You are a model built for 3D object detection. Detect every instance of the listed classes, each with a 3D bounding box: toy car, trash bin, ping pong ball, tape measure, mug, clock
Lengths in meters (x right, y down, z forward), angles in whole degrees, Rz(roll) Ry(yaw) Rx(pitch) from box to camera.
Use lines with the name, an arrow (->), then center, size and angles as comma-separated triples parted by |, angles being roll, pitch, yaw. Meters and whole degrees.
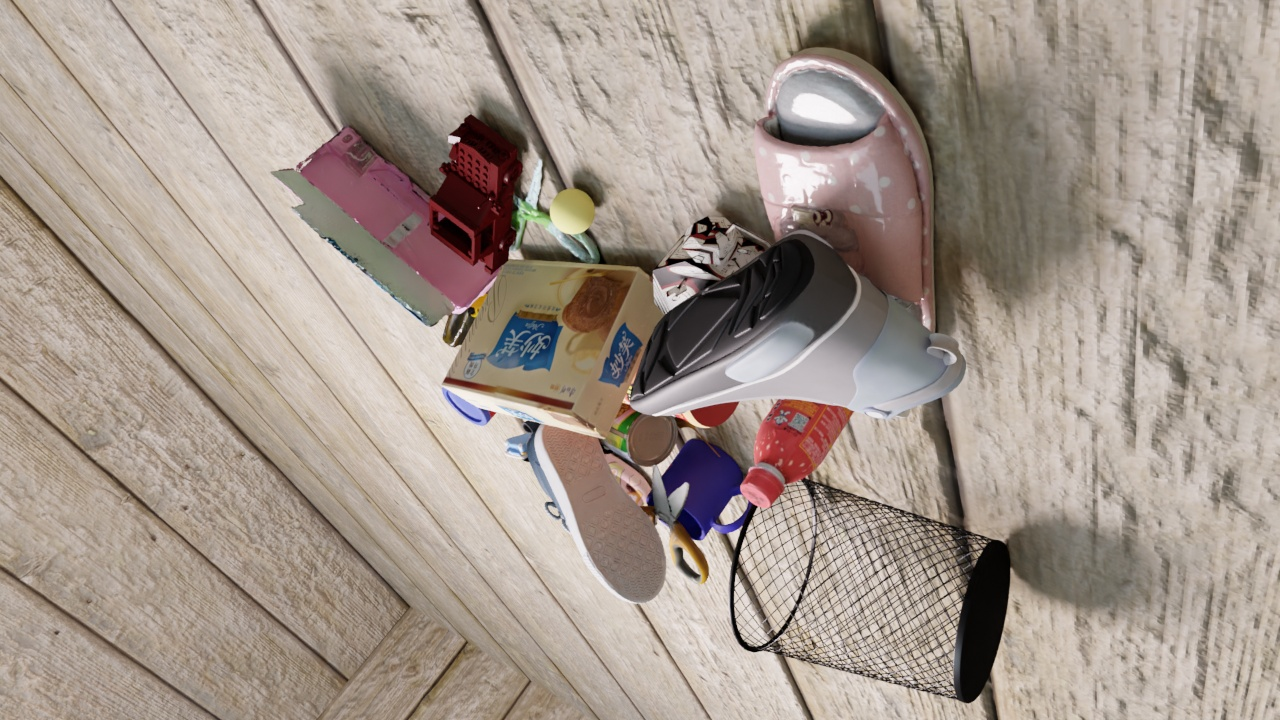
toy car -> -0.158, -0.146, 0.867 | 0.070, 0.061, 0.170 | 37, 151, 10
toy car -> -0.087, 0.089, 1.093 | 0.056, 0.153, 0.055 | 4, 101, 61
trash bin -> 0.221, 0.216, 0.866 | 0.210, 0.183, 0.184 | 9, 141, 35
ping pong ball -> -0.060, -0.132, 0.814 | 0.040, 0.040, 0.040 | 30, 152, 18
tape measure -> -0.197, -0.049, 1.082 | 0.037, 0.064, 0.066 | 40, 125, 16
mug -> -0.208, 0.024, 1.195 | 0.075, 0.076, 0.112 | 31, 152, 16
mug -> 0.075, 0.152, 1.033 | 0.111, 0.083, 0.079 | 22, 148, 30
clock -> 0.069, -0.055, 0.746 | 0.114, 0.064, 0.155 | 39, 154, 0

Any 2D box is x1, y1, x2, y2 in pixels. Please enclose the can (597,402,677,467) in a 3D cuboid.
can -> -0.019, 0.069, 1.017 | 0.121, 0.067, 0.067 | 21, 150, 54

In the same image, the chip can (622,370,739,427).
chip can -> -0.005, 0.005, 0.909 | 0.214, 0.086, 0.087 | 11, 142, 44

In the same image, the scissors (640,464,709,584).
scissors -> 0.037, 0.185, 1.020 | 0.175, 0.016, 0.226 | 39, 151, 3

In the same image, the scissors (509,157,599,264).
scissors -> -0.107, -0.146, 0.886 | 0.173, 0.021, 0.172 | 43, 156, 2

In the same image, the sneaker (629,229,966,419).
sneaker -> 0.105, 0.008, 0.670 | 0.160, 0.092, 0.257 | 26, 155, -16

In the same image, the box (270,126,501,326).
box -> -0.269, -0.130, 0.957 | 0.230, 0.160, 0.062 | 40, 131, -3

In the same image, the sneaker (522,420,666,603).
sneaker -> -0.058, 0.163, 1.013 | 0.235, 0.089, 0.088 | 62, 149, 1

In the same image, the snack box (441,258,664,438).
snack box -> -0.086, -0.018, 0.889 | 0.208, 0.153, 0.055 | 9, 159, 45

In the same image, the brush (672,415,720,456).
brush -> 0.046, 0.053, 0.990 | 0.126, 0.017, 0.048 | 47, 152, -16

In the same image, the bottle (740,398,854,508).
bottle -> 0.131, 0.063, 0.771 | 0.062, 0.137, 0.062 | 31, 152, 18

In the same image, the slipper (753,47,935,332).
slipper -> 0.144, -0.082, 0.626 | 0.114, 0.054, 0.274 | 15, 145, 38

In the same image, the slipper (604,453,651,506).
slipper -> -0.077, 0.153, 1.212 | 0.197, 0.081, 0.093 | 38, 157, -16
